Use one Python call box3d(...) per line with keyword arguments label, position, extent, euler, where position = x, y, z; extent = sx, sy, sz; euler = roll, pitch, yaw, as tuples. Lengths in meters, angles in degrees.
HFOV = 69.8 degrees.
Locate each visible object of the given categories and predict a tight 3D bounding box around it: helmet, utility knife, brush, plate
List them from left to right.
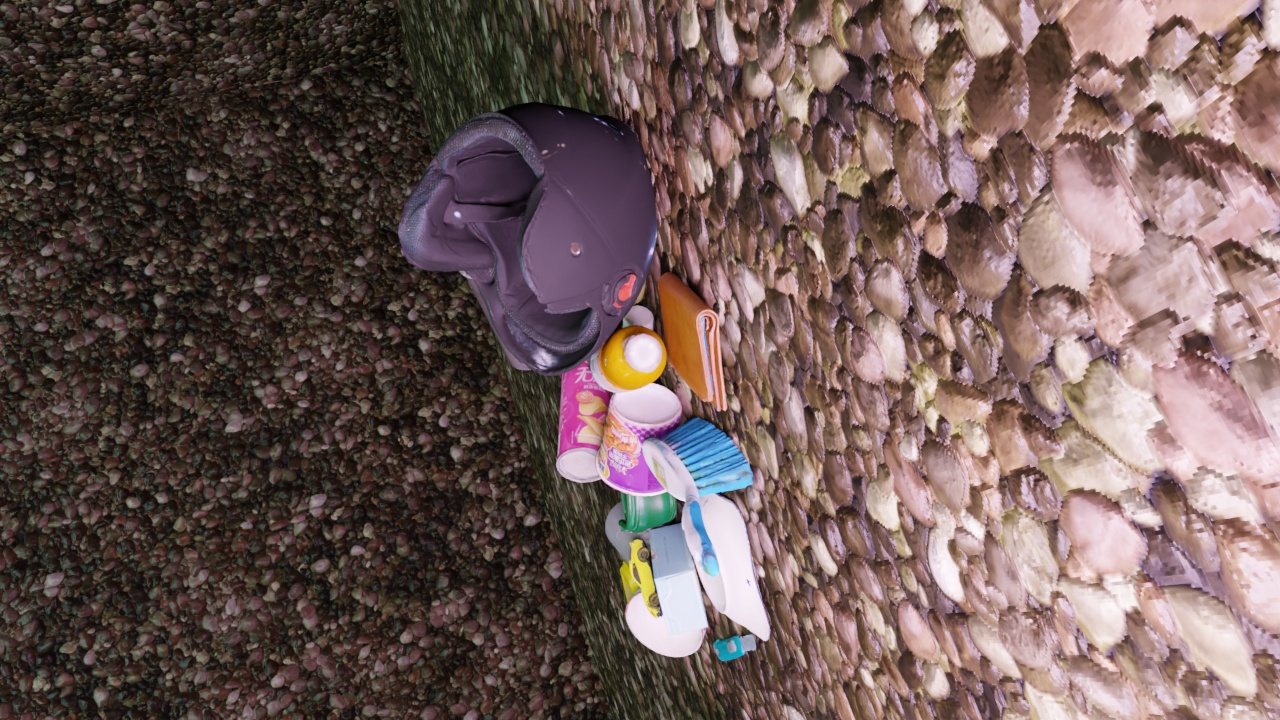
box3d(label="helmet", position=(-0.093, -0.129, 0.943), extent=(0.234, 0.229, 0.275), euler=(21, 133, 42))
box3d(label="brush", position=(0.060, 0.123, 0.867), extent=(0.314, 0.109, 0.060), euler=(-147, 45, -71))
box3d(label="plate", position=(0.089, 0.226, 1.035), extent=(0.164, 0.034, 0.163), euler=(-162, 57, -75))
box3d(label="utility knife", position=(0.114, 0.350, 1.124), extent=(0.222, 0.013, 0.029), euler=(109, 143, -68))

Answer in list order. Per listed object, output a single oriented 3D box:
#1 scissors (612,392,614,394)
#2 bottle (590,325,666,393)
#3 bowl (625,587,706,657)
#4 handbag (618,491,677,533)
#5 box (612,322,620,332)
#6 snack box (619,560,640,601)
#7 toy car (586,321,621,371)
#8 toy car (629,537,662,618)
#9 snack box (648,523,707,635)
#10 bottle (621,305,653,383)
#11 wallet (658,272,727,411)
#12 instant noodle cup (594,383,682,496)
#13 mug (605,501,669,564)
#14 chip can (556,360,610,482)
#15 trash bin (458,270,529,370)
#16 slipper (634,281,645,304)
box3d(label="scissors", position=(-0.034, 0.028, 1.350), extent=(0.175, 0.012, 0.163), euler=(-118, 17, -45))
box3d(label="bottle", position=(-0.012, -0.001, 0.981), extent=(0.190, 0.068, 0.068), euler=(157, 97, -80))
box3d(label="bowl", position=(0.043, 0.344, 1.262), extent=(0.062, 0.114, 0.113), euler=(-46, -48, -53))
box3d(label="handbag", position=(-0.004, 0.159, 1.200), extent=(0.120, 0.068, 0.131), euler=(126, 136, -63))
box3d(label="box", position=(-0.088, -0.035, 1.160), extent=(0.164, 0.075, 0.081), euler=(-1, 65, 52))
box3d(label="snack box", position=(0.020, 0.332, 1.340), extent=(0.082, 0.080, 0.091), euler=(-151, 46, -70))
box3d(label="toy car", position=(-0.048, -0.037, 1.226), extent=(0.053, 0.045, 0.120), euler=(102, 172, -50))
box3d(label="toy car", position=(0.006, 0.284, 1.195), extent=(0.048, 0.032, 0.105), euler=(71, -177, -72))
box3d(label="snack box", position=(0.045, 0.269, 1.149), extent=(0.174, 0.051, 0.074), euler=(-97, -6, -80))
box3d(label="bottle", position=(-0.007, 0.007, 1.146), extent=(0.195, 0.044, 0.079), euler=(94, 164, -53))
box3d(label="wallet", position=(0.050, -0.014, 0.905), extent=(0.130, 0.035, 0.119), euler=(-126, 22, -64))
box3d(label="instant noodle cup", position=(0.002, 0.087, 1.084), extent=(0.111, 0.111, 0.099), euler=(-121, 27, -48))
box3d(label="mug", position=(0.007, 0.233, 1.307), extent=(0.103, 0.083, 0.124), euler=(-144, 64, -68))
box3d(label="chip can", position=(-0.072, 0.058, 1.218), extent=(0.071, 0.071, 0.210), euler=(88, 180, -46))
box3d(label="trash bin", position=(-0.154, -0.124, 1.299), extent=(0.220, 0.198, 0.199), euler=(80, 167, -49))
box3d(label="slipper", position=(-0.055, -0.148, 1.084), extent=(0.092, 0.081, 0.190), euler=(111, 139, -65))
